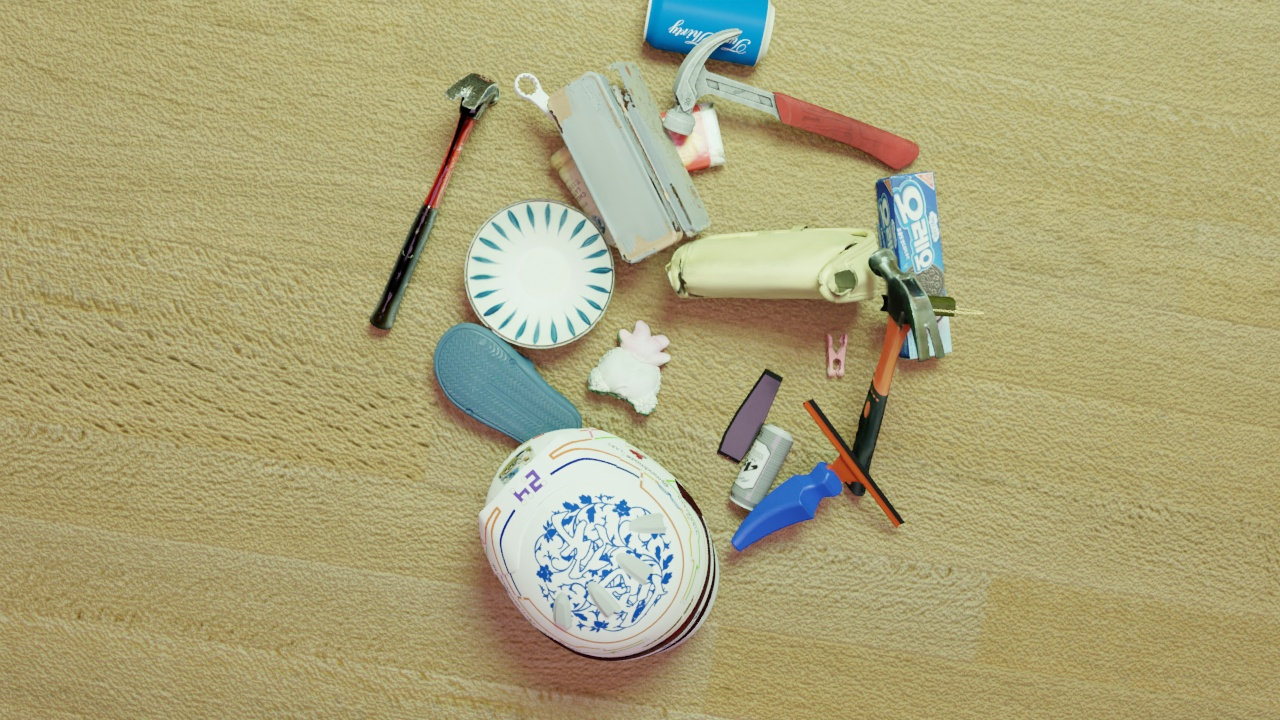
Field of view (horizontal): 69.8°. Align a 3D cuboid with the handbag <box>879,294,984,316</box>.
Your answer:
[{"bbox_3d":[0.328,-0.060,1.019,0.084,0.178,0.027,4,96,-3],"label":"handbag"}]

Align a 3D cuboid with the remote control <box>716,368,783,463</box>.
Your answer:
[{"bbox_3d":[0.141,0.071,1.171,0.039,0.010,0.125,28,94,-4],"label":"remote control"}]

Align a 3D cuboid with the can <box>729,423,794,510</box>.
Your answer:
[{"bbox_3d":[0.153,0.135,1.161,0.044,0.044,0.106,26,95,-4],"label":"can"}]

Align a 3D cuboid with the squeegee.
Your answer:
[{"bbox_3d":[0.189,0.173,1.125,0.185,0.055,0.249,-37,121,7],"label":"squeegee"}]

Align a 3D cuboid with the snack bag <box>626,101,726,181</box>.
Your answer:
[{"bbox_3d":[0.042,-0.265,1.121,0.116,0.036,0.077,-13,97,0],"label":"snack bag"}]

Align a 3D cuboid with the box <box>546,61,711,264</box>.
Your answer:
[{"bbox_3d":[-0.012,-0.228,1.067,0.105,0.096,0.216,-26,95,14],"label":"box"}]

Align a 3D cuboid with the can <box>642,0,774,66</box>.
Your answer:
[{"bbox_3d":[0.080,-0.400,1.086,0.146,0.079,0.079,9,95,-3],"label":"can"}]

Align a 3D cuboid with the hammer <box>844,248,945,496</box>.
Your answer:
[{"bbox_3d":[0.276,0.041,1.064,0.033,0.133,0.334,-11,136,-13],"label":"hammer"}]

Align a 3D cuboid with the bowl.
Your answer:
[{"bbox_3d":[-0.120,-0.105,1.116,0.177,0.071,0.177,0,96,-2],"label":"bowl"}]

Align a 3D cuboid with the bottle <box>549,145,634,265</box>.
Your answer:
[{"bbox_3d":[-0.043,-0.192,1.116,0.056,0.056,0.162,-35,96,2],"label":"bottle"}]

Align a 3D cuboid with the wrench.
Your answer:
[{"bbox_3d":[-0.042,-0.238,1.086,0.273,0.009,0.047,41,71,-12],"label":"wrench"}]

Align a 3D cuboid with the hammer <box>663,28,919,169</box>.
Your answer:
[{"bbox_3d":[0.193,-0.293,1.090,0.315,0.036,0.126,14,115,-16],"label":"hammer"}]

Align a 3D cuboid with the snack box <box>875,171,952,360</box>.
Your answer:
[{"bbox_3d":[0.337,-0.116,1.133,0.059,0.059,0.226,-8,95,-4],"label":"snack box"}]

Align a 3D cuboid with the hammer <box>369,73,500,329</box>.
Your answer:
[{"bbox_3d":[-0.251,-0.184,1.090,0.036,0.140,0.326,26,103,-4],"label":"hammer"}]

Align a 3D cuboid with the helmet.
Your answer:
[{"bbox_3d":[-0.039,0.220,1.054,0.231,0.236,0.314,-45,93,-2],"label":"helmet"}]

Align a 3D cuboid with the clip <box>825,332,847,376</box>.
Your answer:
[{"bbox_3d":[0.253,-0.007,1.162,0.037,0.022,0.058,0,101,-4],"label":"clip"}]

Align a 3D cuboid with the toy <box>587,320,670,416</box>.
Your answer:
[{"bbox_3d":[-0.007,0.007,1.147,0.095,0.041,0.109,27,88,-5],"label":"toy"}]

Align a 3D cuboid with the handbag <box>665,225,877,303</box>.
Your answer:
[{"bbox_3d":[0.157,-0.112,1.076,0.233,0.190,0.088,2,100,17],"label":"handbag"}]

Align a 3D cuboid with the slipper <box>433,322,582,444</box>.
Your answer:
[{"bbox_3d":[-0.165,0.038,1.137,0.213,0.059,0.104,42,101,-19],"label":"slipper"}]
